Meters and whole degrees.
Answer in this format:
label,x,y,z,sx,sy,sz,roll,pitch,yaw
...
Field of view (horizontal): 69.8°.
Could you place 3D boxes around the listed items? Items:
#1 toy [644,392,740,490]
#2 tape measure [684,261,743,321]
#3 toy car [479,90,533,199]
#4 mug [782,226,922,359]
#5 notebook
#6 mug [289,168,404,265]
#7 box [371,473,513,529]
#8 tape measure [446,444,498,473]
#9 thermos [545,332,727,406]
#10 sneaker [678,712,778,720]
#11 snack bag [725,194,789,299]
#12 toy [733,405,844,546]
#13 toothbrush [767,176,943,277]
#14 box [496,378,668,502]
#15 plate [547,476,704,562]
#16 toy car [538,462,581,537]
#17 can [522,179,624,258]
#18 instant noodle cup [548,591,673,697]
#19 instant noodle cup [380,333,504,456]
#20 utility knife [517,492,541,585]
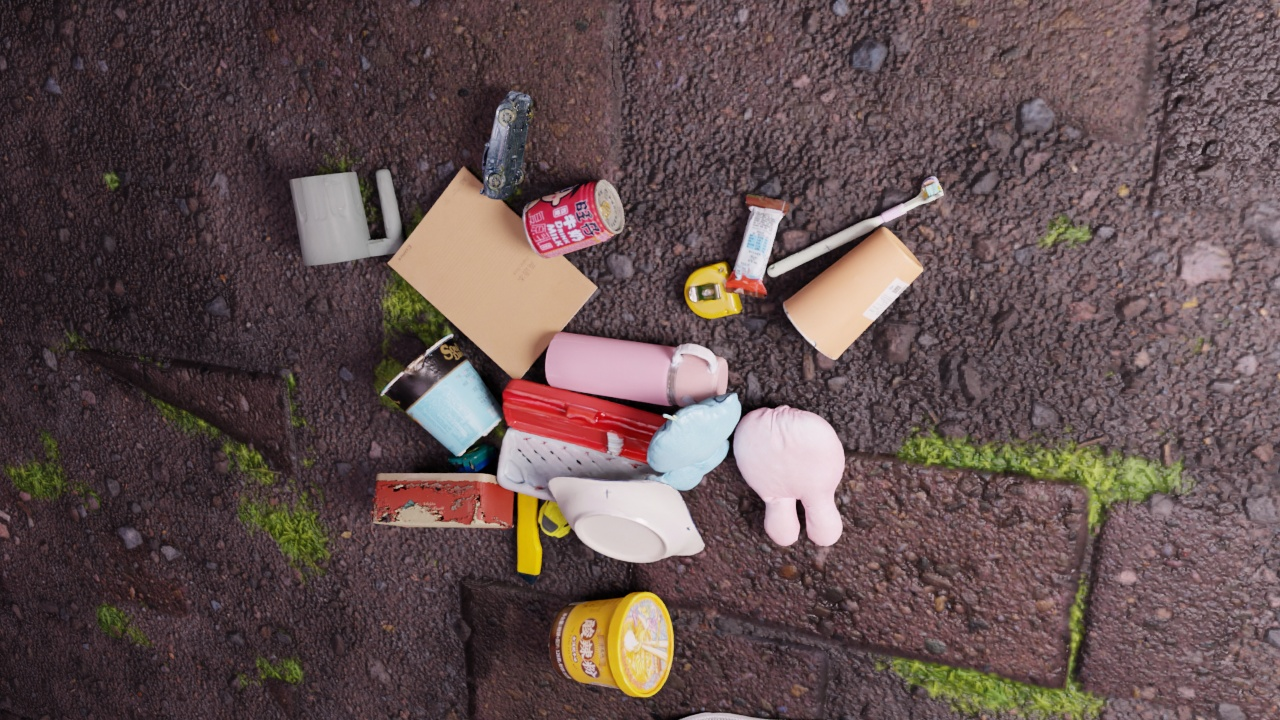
label,x,y,z,sx,sy,sz,roll,pitch,yaw
toy,0.053,0.089,0.977,0.162,0.156,0.049,-40,61,17
tape measure,0.075,-0.073,0.980,0.057,0.028,0.060,-12,100,25
toy car,-0.149,-0.236,1.010,0.037,0.054,0.121,21,112,13
mug,0.212,-0.069,0.902,0.078,0.078,0.123,48,112,3
notebook,-0.174,-0.100,1.067,0.211,0.012,0.150,42,104,4
mug,-0.353,-0.174,1.107,0.124,0.083,0.103,-9,102,-3
box,-0.246,0.184,1.142,0.169,0.091,0.077,-4,74,23
tape measure,-0.212,0.121,1.141,0.055,0.058,0.025,-7,102,28
thermos,-0.006,0.006,1.010,0.199,0.067,0.087,8,144,22
sneaker,0.125,0.486,1.099,0.242,0.089,0.091,-7,107,18
snack bag,0.119,-0.116,0.945,0.048,0.026,0.104,13,96,14
toy,0.162,0.124,0.988,0.121,0.054,0.159,-5,103,31
toothbrush,0.209,-0.129,0.915,0.190,0.029,0.020,-26,135,28
box,-0.066,0.103,1.065,0.201,0.064,0.160,14,122,8
plate,-0.019,0.189,1.047,0.164,0.034,0.164,0,141,22
toy car,-0.090,0.172,1.119,0.048,0.032,0.105,37,114,9
can,-0.072,-0.154,0.996,0.094,0.066,0.066,-14,100,25
instant noodle cup,-0.038,0.339,1.106,0.115,0.118,0.118,-8,102,32
instant noodle cup,-0.231,0.048,1.105,0.111,0.111,0.120,-38,95,27
utility knife,-0.140,0.213,1.161,0.033,0.015,0.154,7,107,14
